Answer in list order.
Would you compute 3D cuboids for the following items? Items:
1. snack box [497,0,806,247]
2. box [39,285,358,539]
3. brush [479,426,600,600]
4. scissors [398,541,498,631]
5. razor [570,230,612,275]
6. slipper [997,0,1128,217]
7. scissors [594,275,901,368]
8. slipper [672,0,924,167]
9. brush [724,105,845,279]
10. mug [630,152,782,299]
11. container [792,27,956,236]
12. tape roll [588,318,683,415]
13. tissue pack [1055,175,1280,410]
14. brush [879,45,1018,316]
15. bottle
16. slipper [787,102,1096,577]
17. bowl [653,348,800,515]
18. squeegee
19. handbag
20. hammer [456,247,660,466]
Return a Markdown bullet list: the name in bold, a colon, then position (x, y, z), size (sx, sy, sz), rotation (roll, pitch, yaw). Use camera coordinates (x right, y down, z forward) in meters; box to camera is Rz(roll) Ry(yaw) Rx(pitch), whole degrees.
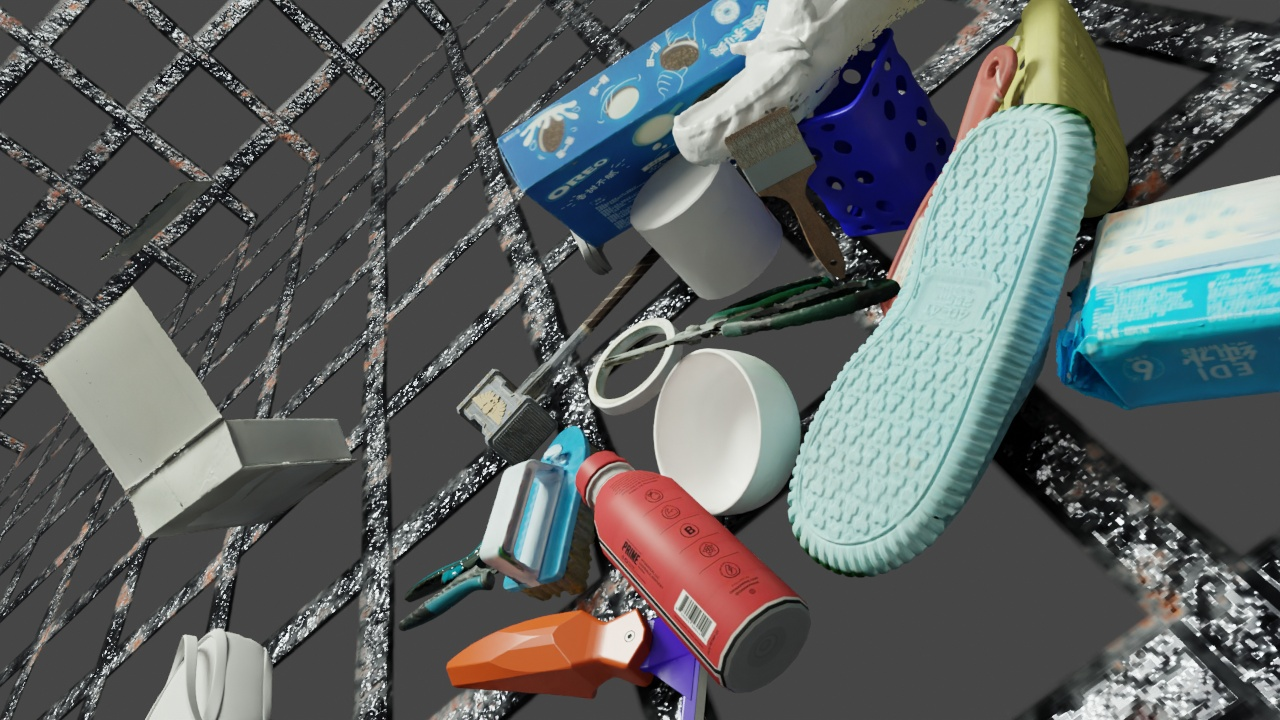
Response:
- **snack box**: position (0.020, -0.196, 0.779), size (0.239, 0.195, 0.056), rotation (-29, 78, 10)
- **box**: position (-0.533, 0.033, 0.904), size (0.167, 0.506, 0.148), rotation (-33, 38, 20)
- **brush**: position (-0.067, 0.101, 0.672), size (0.056, 0.075, 0.135), rotation (-22, 39, 34)
- **scissors**: position (-0.142, 0.169, 0.739), size (0.139, 0.019, 0.128), rotation (6, 58, 51)
- **razor**: position (-0.014, -0.146, 0.929), size (0.116, 0.047, 0.088), rotation (-35, 32, 5)
- **slipper**: position (0.247, -0.159, 0.577), size (0.082, 0.091, 0.190), rotation (-22, 35, 39)
- **scissors**: position (0.070, -0.024, 0.585), size (0.209, 0.015, 0.155), rotation (-22, 13, -25)
- **slipper**: position (0.117, -0.226, 0.613), size (0.247, 0.074, 0.112), rotation (-44, 15, 9)
- **brush**: position (0.109, -0.106, 0.627), size (0.045, 0.143, 0.008), rotation (-24, 38, 19)
- **mug**: position (0.044, -0.113, 0.766), size (0.121, 0.090, 0.090), rotation (-2, 52, 50)
- **container**: position (0.160, -0.156, 0.651), size (0.085, 0.113, 0.084), rotation (-2, 52, 50)
- **tape roll**: position (-0.005, 0.004, 0.766), size (0.093, 0.013, 0.092), rotation (-32, 34, 24)
- **tissue pack**: position (0.270, -0.030, 0.424), size (0.145, 0.061, 0.092), rotation (-10, 45, 44)
- **brush**: position (0.194, -0.101, 0.556), size (0.041, 0.030, 0.172), rotation (-115, 40, -64)
- **bottle**: position (0.019, 0.110, 0.534), size (0.062, 0.062, 0.176), rotation (-48, 44, -3)
- **slipper**: position (0.172, -0.006, 0.497), size (0.116, 0.069, 0.276), rotation (24, 90, 60)
- **bowl**: position (0.059, 0.045, 0.581), size (0.105, 0.054, 0.105), rotation (-7, 82, 54)
- **squeegee**: position (-0.045, 0.183, 0.568), size (0.185, 0.055, 0.248), rotation (-17, 41, 28)
- **handbag**: position (-0.411, 0.360, 0.783), size (0.222, 0.095, 0.216), rotation (-51, 29, 3)
- **hammer**: position (-0.032, -0.048, 0.839), size (0.321, 0.044, 0.098), rotation (-48, 31, -7)
